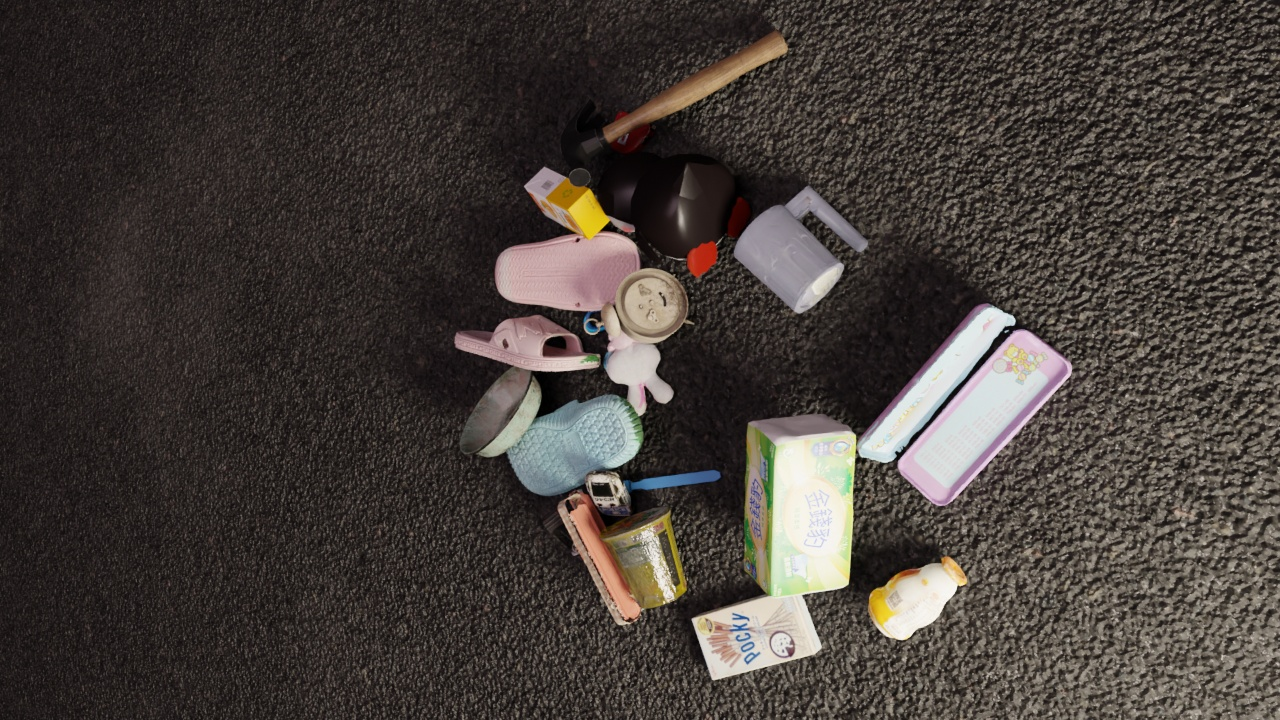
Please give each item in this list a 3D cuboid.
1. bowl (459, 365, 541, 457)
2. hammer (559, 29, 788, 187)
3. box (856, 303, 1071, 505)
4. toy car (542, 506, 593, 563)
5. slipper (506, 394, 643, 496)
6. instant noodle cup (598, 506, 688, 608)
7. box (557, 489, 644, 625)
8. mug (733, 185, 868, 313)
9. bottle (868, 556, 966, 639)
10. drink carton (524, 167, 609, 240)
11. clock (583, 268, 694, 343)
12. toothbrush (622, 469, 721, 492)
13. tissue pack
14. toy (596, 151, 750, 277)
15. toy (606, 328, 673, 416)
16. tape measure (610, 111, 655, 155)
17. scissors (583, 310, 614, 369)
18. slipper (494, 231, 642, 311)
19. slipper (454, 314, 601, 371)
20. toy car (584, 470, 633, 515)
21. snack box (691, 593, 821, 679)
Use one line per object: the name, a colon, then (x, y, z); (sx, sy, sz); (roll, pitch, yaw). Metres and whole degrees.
bowl: (-0.190, 0.077, 1.291); (0.038, 0.157, 0.158); (39, 116, -24)
hammer: (0.038, -0.329, 1.151); (0.306, 0.040, 0.132); (-25, 43, 15)
box: (0.345, 0.046, 0.997); (0.140, 0.062, 0.215); (32, 111, -10)
toy car: (-0.092, 0.242, 1.261); (0.092, 0.037, 0.040); (44, 114, -13)
slipper: (-0.083, 0.111, 1.251); (0.277, 0.069, 0.116); (-25, 82, 43)
instant noodle cup: (0.011, 0.256, 1.189); (0.102, 0.102, 0.108); (-20, 91, 30)
box: (-0.055, 0.261, 1.218); (0.054, 0.076, 0.187); (-28, 86, -4)
mug: (0.190, -0.132, 1.083); (0.124, 0.084, 0.104); (-41, 70, -4)
bottle: (0.309, 0.262, 1.024); (0.109, 0.063, 0.063); (-43, 70, 21)
drink carton: (-0.101, -0.213, 1.234); (0.040, 0.058, 0.122); (-46, 44, -9)
clock: (-0.006, -0.061, 1.178); (0.140, 0.055, 0.093); (-18, 79, -13)
toothbrush: (0.031, 0.161, 1.218); (0.167, 0.014, 0.016); (-11, 85, 27)
tissue pack: (0.170, 0.156, 1.074); (0.141, 0.120, 0.198); (-142, 55, -68)
toy: (0.020, -0.209, 1.142); (0.184, 0.140, 0.158); (26, 67, 39)
toy: (-0.007, 0.007, 1.218); (0.076, 0.037, 0.125); (-27, 88, 20)
tape measure: (-0.013, -0.300, 1.227); (0.059, 0.019, 0.051); (29, 104, 28)
scissors: (-0.023, -0.056, 1.243); (0.113, 0.013, 0.141); (48, 115, 18)
slipper: (-0.101, -0.120, 1.263); (0.222, 0.055, 0.107); (-1, 92, 22)
slipper: (-0.163, -0.031, 1.281); (0.240, 0.094, 0.064); (11, 101, 34)
toy car: (-0.040, 0.181, 1.208); (0.048, 0.113, 0.040); (-2, 54, 15)
snack box: (0.142, 0.340, 1.145); (0.150, 0.026, 0.082); (-26, 79, 28)
